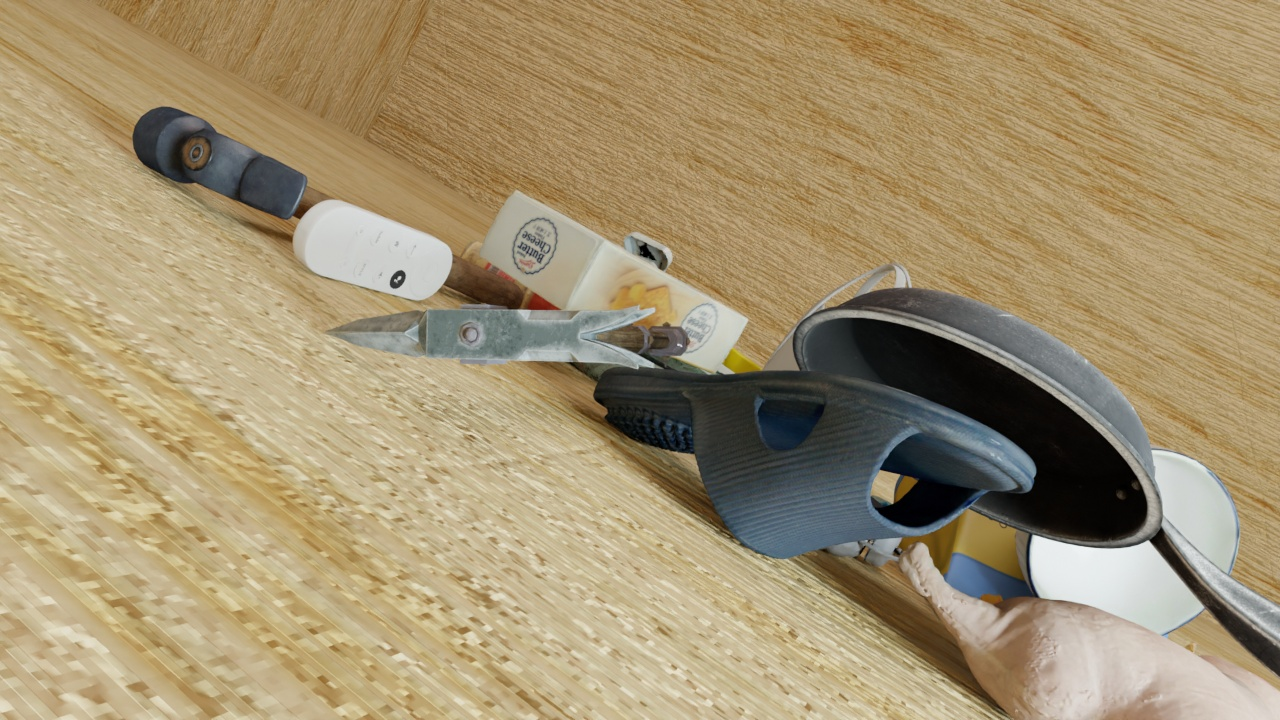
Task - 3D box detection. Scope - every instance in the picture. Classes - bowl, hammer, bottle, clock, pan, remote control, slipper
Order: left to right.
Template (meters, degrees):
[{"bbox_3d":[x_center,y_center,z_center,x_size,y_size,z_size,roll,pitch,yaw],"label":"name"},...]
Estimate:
[{"bbox_3d":[-0.159,-0.065,0.559,0.013,0.043,0.136,31,6,20],"label":"remote control"},{"bbox_3d":[-0.177,-0.083,0.648,0.129,0.040,0.321,24,0,28],"label":"hammer"},{"bbox_3d":[-0.113,-0.067,0.824,0.109,0.044,0.044,29,6,11],"label":"bottle"},{"bbox_3d":[-0.027,-0.012,0.513,0.147,0.028,0.316,1,1,16],"label":"hammer"},{"bbox_3d":[-0.005,0.004,0.737,0.157,0.038,0.157,29,5,-3],"label":"bowl"},{"bbox_3d":[0.101,0.011,1.109,0.118,0.057,0.083,34,5,-14],"label":"clock"},{"bbox_3d":[0.065,0.057,0.465,0.101,0.082,0.264,28,-14,-38],"label":"slipper"},{"bbox_3d":[0.112,0.090,0.569,0.094,0.035,0.123,24,8,-44],"label":"clock"},{"bbox_3d":[0.273,0.098,0.537,0.118,0.118,0.062,28,12,-7],"label":"bowl"},{"bbox_3d":[0.227,0.075,0.426,0.357,0.055,0.187,32,-16,17],"label":"pan"}]

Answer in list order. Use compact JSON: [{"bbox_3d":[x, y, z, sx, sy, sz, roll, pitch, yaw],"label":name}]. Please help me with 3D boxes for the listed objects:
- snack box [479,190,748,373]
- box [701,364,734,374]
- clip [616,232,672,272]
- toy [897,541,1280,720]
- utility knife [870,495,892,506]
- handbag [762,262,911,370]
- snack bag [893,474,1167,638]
[{"bbox_3d":[-0.014,-0.055,0.711,0.104,0.057,0.207,33,7,36],"label":"snack box"},{"bbox_3d":[0.061,0.013,0.965,0.083,0.066,0.199,11,-1,14],"label":"box"},{"bbox_3d":[0.005,-0.079,1.021,0.126,0.153,0.096,29,40,20],"label":"clip"},{"bbox_3d":[0.249,0.154,0.453,0.196,0.065,0.264,43,18,33],"label":"toy"},{"bbox_3d":[0.204,0.127,0.807,0.031,0.015,0.178,27,5,28],"label":"utility knife"},{"bbox_3d":[0.203,-0.011,0.973,0.095,0.223,0.216,28,6,-24],"label":"handbag"},{"bbox_3d":[0.260,0.140,0.612,0.159,0.102,0.204,29,28,-1],"label":"snack bag"}]
